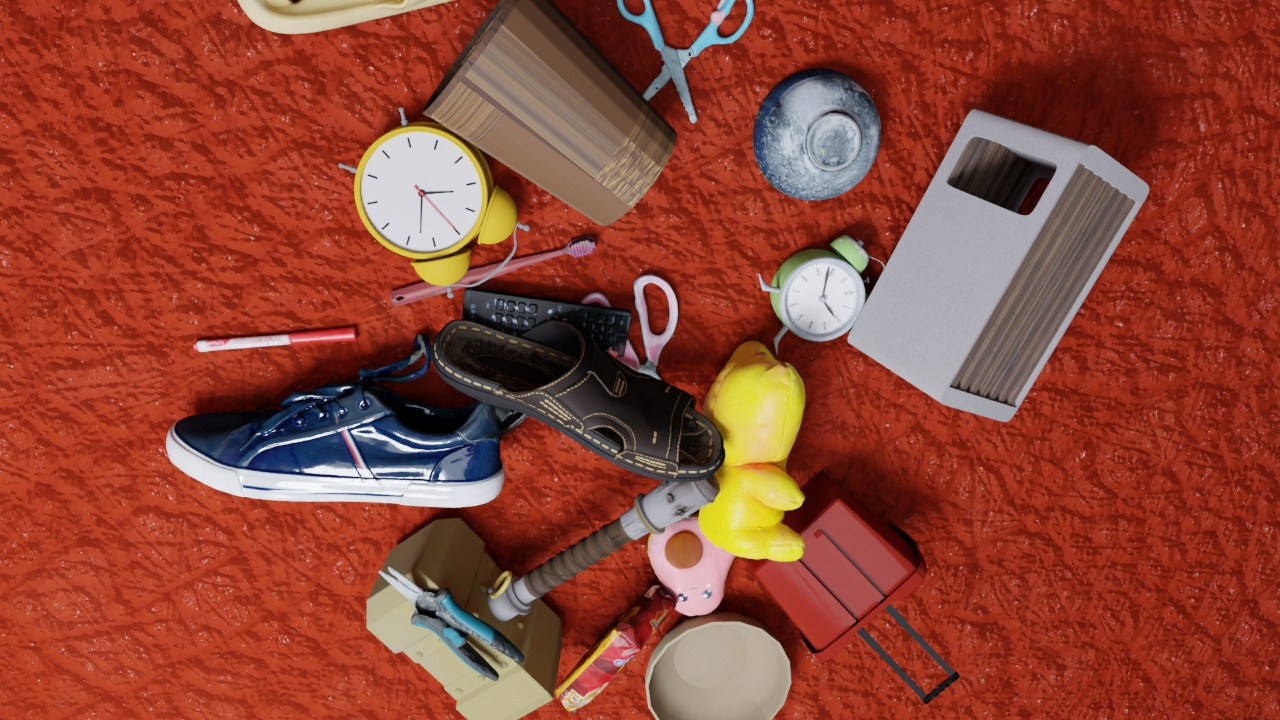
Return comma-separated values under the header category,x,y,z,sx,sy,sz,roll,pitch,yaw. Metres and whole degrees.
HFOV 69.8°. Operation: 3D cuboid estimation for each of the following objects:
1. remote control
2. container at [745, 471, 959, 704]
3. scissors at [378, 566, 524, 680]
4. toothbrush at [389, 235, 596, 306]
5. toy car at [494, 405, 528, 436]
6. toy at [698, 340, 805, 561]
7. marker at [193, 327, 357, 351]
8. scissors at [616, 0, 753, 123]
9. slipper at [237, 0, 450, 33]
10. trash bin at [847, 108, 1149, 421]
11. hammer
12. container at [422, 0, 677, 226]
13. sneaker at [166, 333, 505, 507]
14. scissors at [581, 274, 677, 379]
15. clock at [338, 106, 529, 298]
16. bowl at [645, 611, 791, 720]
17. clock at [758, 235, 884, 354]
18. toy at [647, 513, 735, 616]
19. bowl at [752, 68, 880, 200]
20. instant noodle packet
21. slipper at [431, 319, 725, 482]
category,x,y,z,sx,sy,sz,roll,pitch,yaw
remote control,-0.086,-0.036,0.832,0.150,0.022,0.047,9,113,-5
container,0.214,0.227,0.908,0.148,0.127,0.201,-43,98,8
scissors,-0.167,0.234,0.803,0.127,0.019,0.142,-1,114,4
toothbrush,-0.131,-0.079,0.821,0.190,0.016,0.016,-16,110,-1
toy car,-0.121,0.040,0.852,0.092,0.037,0.040,-39,109,7
toy,0.098,0.084,0.841,0.087,0.134,0.194,-1,104,-9
marker,-0.327,-0.019,0.823,0.142,0.012,0.013,-4,109,-5
scissors,0.027,-0.275,0.774,0.133,0.015,0.135,40,95,-16
slipper,-0.193,-0.324,0.699,0.261,0.079,0.111,-18,107,0
trash bin,0.305,-0.080,0.798,0.114,0.114,0.229,14,109,-38
hammer,-0.067,0.188,0.844,0.325,0.100,0.190,-34,110,17
container,-0.066,-0.198,0.735,0.167,0.132,0.132,36,101,-22
sneaker,-0.264,0.048,0.802,0.294,0.120,0.127,3,108,0
scissors,0.018,0.001,0.867,0.103,0.016,0.179,-28,109,5
clock,-0.174,-0.132,0.781,0.113,0.052,0.152,-40,105,8
bowl,0.078,0.325,0.966,0.152,0.050,0.152,-2,109,-6
clock,0.170,-0.063,0.847,0.119,0.042,0.094,-14,111,-1
toy,0.055,0.206,0.922,0.090,0.051,0.110,-9,112,2
bowl,0.159,-0.192,0.792,0.114,0.060,0.114,-2,108,-6
instant noodle packet,-0.024,0.283,0.903,0.039,0.098,0.136,46,120,12
slipper,-0.047,0.021,0.779,0.268,0.112,0.076,23,129,0
